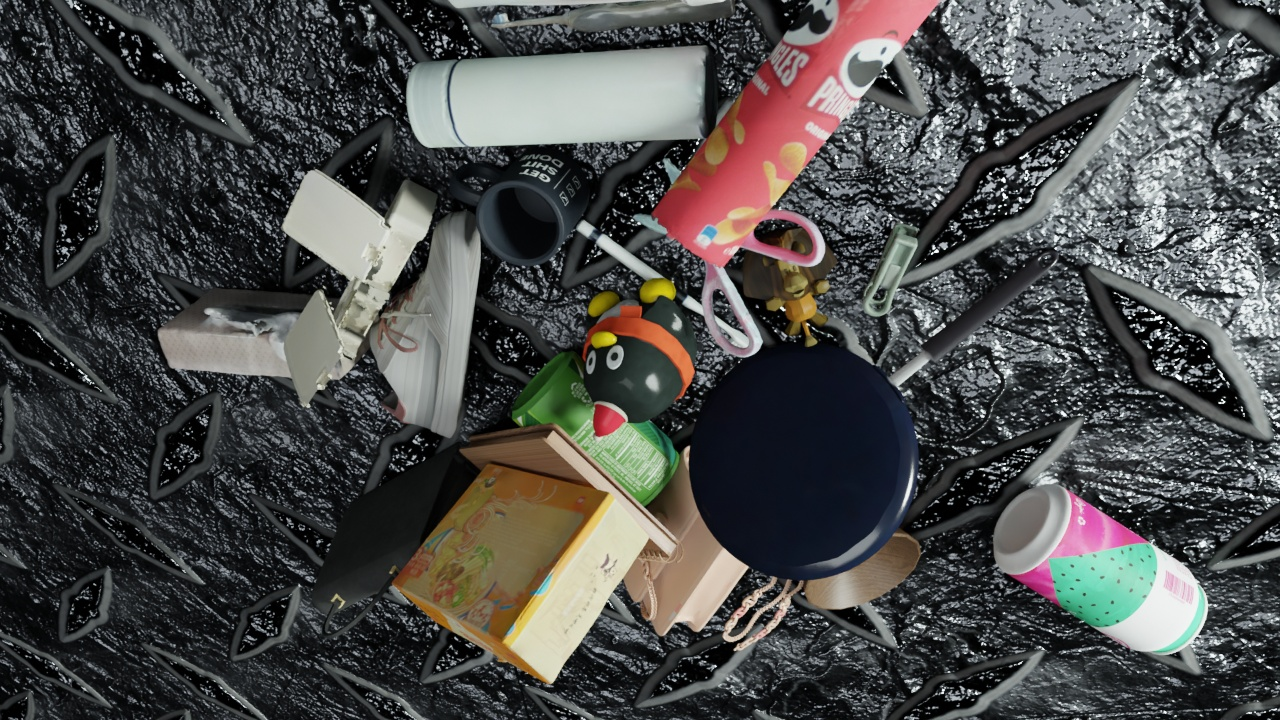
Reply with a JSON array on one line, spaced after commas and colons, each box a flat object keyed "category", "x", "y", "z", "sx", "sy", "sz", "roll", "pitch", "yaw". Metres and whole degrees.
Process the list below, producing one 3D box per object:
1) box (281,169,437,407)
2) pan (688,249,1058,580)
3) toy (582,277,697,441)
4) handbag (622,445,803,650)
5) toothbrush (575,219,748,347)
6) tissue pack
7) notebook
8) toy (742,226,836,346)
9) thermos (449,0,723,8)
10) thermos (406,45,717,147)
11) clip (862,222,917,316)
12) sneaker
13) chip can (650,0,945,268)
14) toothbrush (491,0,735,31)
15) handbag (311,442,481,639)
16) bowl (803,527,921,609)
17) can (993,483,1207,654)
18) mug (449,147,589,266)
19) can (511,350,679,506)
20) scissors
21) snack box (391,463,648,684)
[{"category": "box", "x": -0.245, "y": -0.069, "z": 0.725, "sx": 0.101, "sy": 0.194, "sz": 0.144, "roll": 27, "pitch": 113, "yaw": -20}, {"category": "pan", "x": 0.186, "y": 0.031, "z": 0.744, "sx": 0.357, "sy": 0.021, "sz": 0.198, "roll": -41, "pitch": 62, "yaw": 15}, {"category": "toy", "x": -0.005, "y": 0.004, "z": 0.773, "sx": 0.098, "sy": 0.119, "sz": 0.100, "roll": -11, "pitch": 130, "yaw": 38}, {"category": "handbag", "x": 0.083, "y": 0.185, "z": 0.913, "sx": 0.187, "sy": 0.116, "sz": 0.199, "roll": 6, "pitch": 127, "yaw": -34}, {"category": "toothbrush", "x": 0.021, "y": -0.061, "z": 0.789, "sx": 0.187, "sy": 0.012, "sz": 0.017, "roll": 35, "pitch": 127, "yaw": -8}, {"category": "tissue pack", "x": -0.345, "y": -0.031, "z": 0.851, "sx": 0.181, "sy": 0.103, "sz": 0.071, "roll": 7, "pitch": 121, "yaw": 12}, {"category": "notebook", "x": -0.070, "y": 0.128, "z": 0.860, "sx": 0.169, "sy": 0.022, "sz": 0.211, "roll": 45, "pitch": 154, "yaw": -17}, {"category": "toy", "x": 0.123, "y": -0.056, "z": 0.733, "sx": 0.076, "sy": 0.062, "sz": 0.100, "roll": -20, "pitch": 107, "yaw": 4}, {"category": "thermos", "x": -0.027, "y": -0.285, "z": 0.614, "sx": 0.221, "sy": 0.099, "sz": 0.099, "roll": 2, "pitch": 122, "yaw": 18}, {"category": "thermos", "x": -0.060, "y": -0.197, "z": 0.691, "sx": 0.230, "sy": 0.067, "sz": 0.068, "roll": 1, "pitch": 122, "yaw": 13}, {"category": "clip", "x": 0.197, "y": -0.070, "z": 0.727, "sx": 0.023, "sy": 0.047, "sz": 0.076, "roll": 19, "pitch": 128, "yaw": 5}, {"category": "sneaker", "x": -0.196, "y": -0.030, "z": 0.815, "sx": 0.089, "sy": 0.099, "sz": 0.237, "roll": 9, "pitch": 126, "yaw": -8}, {"category": "chip can", "x": 0.102, "y": -0.173, "z": 0.635, "sx": 0.073, "sy": 0.073, "sz": 0.233, "roll": 35, "pitch": 114, "yaw": -9}, {"category": "toothbrush", "x": -0.023, "y": -0.254, "z": 0.674, "sx": 0.186, "sy": 0.022, "sz": 0.024, "roll": 0, "pitch": 119, "yaw": 16}, {"category": "handbag", "x": -0.254, "y": 0.197, "z": 0.913, "sx": 0.176, "sy": 0.195, "sz": 0.072, "roll": -29, "pitch": 111, "yaw": 28}, {"category": "bowl", "x": 0.205, "y": 0.190, "z": 0.870, "sx": 0.117, "sy": 0.030, "sz": 0.118, "roll": -11, "pitch": 135, "yaw": -11}, {"category": "can", "x": 0.396, "y": 0.182, "z": 0.796, "sx": 0.166, "sy": 0.088, "sz": 0.088, "roll": 32, "pitch": 124, "yaw": -6}, {"category": "mug", "x": -0.101, "y": -0.130, "z": 0.737, "sx": 0.105, "sy": 0.077, "sz": 0.071, "roll": 22, "pitch": 124, "yaw": 1}, {"category": "can", "x": -0.040, "y": 0.066, "z": 0.842, "sx": 0.144, "sy": 0.082, "sz": 0.083, "roll": 43, "pitch": 122, "yaw": -13}, {"category": "scissors", "x": 0.060, "y": -0.076, "z": 0.726, "sx": 0.173, "sy": 0.014, "sz": 0.159, "roll": 20, "pitch": 114, "yaw": 29}, {"category": "snack box", "x": -0.104, "y": 0.179, "z": 0.793, "sx": 0.196, "sy": 0.144, "sz": 0.080, "roll": 4, "pitch": 139, "yaw": 50}]
